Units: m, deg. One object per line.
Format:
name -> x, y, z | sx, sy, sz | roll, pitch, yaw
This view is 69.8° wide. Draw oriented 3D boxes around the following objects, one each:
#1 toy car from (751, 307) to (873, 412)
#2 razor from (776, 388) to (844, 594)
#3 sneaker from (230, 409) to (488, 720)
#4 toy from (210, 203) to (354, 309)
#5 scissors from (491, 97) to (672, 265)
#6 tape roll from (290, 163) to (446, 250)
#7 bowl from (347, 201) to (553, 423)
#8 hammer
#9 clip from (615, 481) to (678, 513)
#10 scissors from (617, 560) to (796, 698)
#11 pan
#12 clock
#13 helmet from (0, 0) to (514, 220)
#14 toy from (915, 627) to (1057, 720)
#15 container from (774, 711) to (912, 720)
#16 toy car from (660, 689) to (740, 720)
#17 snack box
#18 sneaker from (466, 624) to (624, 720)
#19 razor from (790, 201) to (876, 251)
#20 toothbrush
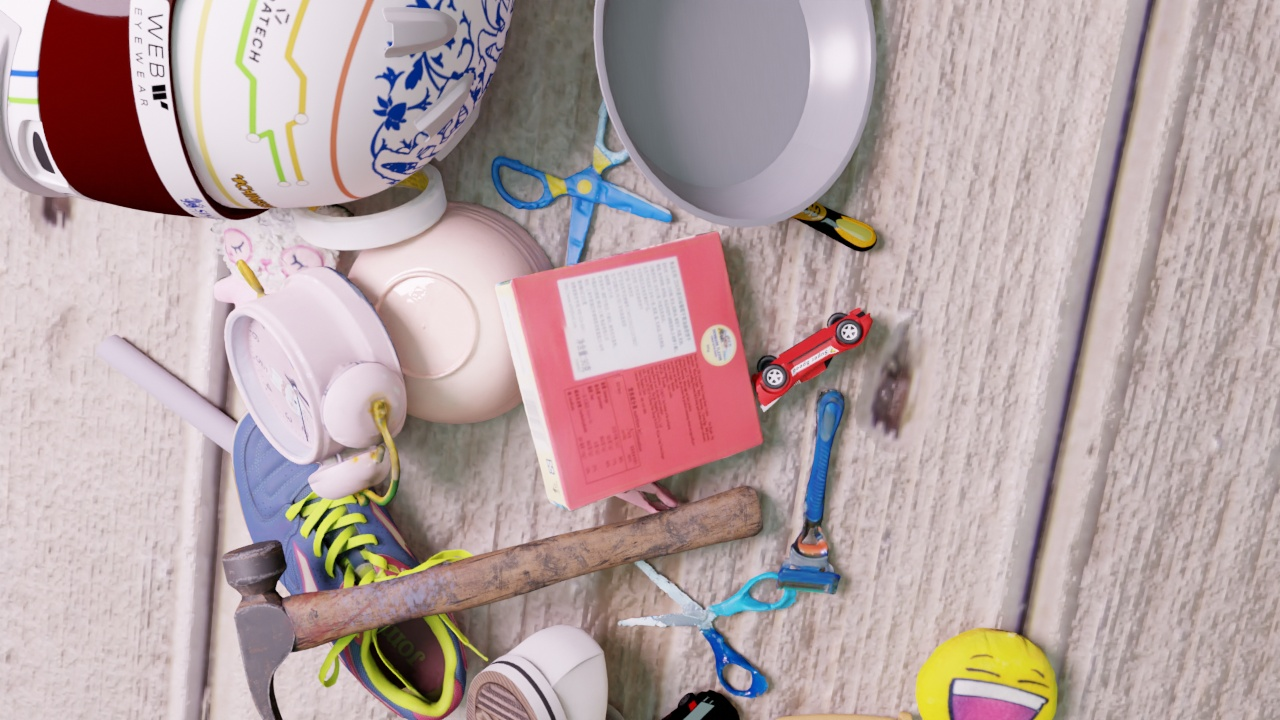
toy car -> 0.111, -0.003, 0.599 | 0.089, 0.038, 0.025 | -32, 98, 7
razor -> 0.121, 0.088, 0.623 | 0.044, 0.018, 0.141 | 7, 95, -4
sneaker -> -0.185, 0.129, 0.606 | 0.116, 0.091, 0.242 | -33, 98, -17
toy -> -0.246, -0.063, 0.616 | 0.096, 0.041, 0.109 | 17, 105, 0
scissors -> -0.036, -0.119, 0.608 | 0.125, 0.013, 0.130 | 22, 101, 2
tape roll -> -0.171, -0.100, 0.578 | 0.094, 0.093, 0.019 | -2, 127, 4
bowl -> -0.129, -0.027, 0.593 | 0.153, 0.076, 0.153 | 1, 98, 4
hammer -> -0.076, 0.140, 0.576 | 0.330, 0.033, 0.120 | -11, 92, -15
clip -> 0.000, 0.083, 0.629 | 0.060, 0.023, 0.045 | 8, 98, 6
scissors -> 0.046, 0.191, 0.644 | 0.129, 0.014, 0.119 | -5, 98, 6
pan -> 0.003, -0.219, 0.491 | 0.356, 0.051, 0.200 | 37, 78, -31
clock -> -0.188, 0.019, 0.553 | 0.158, 0.058, 0.117 | 47, 138, 17
helmet -> -0.193, -0.196, 0.492 | 0.236, 0.231, 0.314 | 30, 88, -2
toy -> 0.235, 0.225, 0.623 | 0.095, 0.041, 0.094 | 14, 102, -1
container -> 0.153, 0.317, 0.570 | 0.167, 0.183, 0.129 | 6, 98, 10
toy car -> 0.029, 0.272, 0.644 | 0.092, 0.036, 0.042 | -43, 93, 8
snack box -> -0.003, 0.003, 0.577 | 0.144, 0.040, 0.142 | -16, 97, -23
sneaker -> -0.054, 0.285, 0.635 | 0.091, 0.097, 0.246 | 14, 118, 36
razor -> 0.088, -0.107, 0.595 | 0.144, 0.021, 0.044 | 26, 80, 1
toothbrush -> -0.298, 0.046, 0.643 | 0.188, 0.018, 0.019 | 37, 104, -2
